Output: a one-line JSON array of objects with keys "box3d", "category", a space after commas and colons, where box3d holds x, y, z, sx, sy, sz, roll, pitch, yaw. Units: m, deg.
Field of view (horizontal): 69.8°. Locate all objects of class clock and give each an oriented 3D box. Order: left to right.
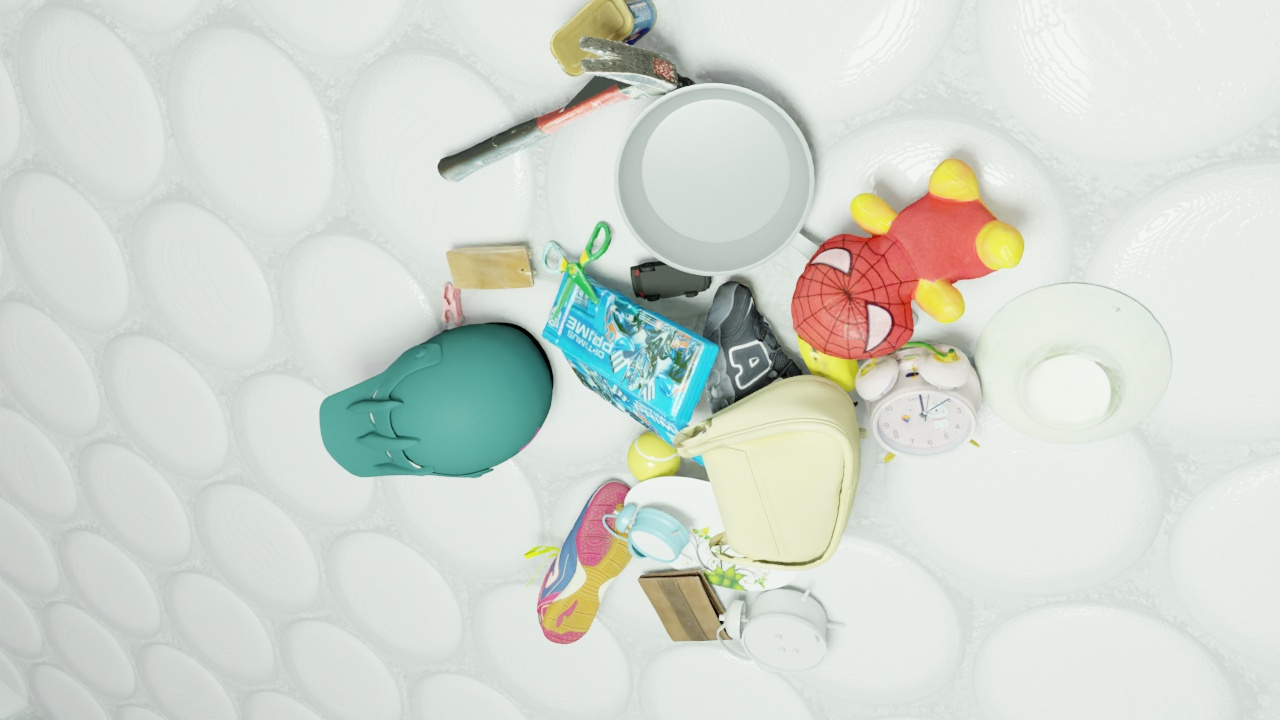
[{"box3d": [0.006, 0.214, 1.144, 0.123, 0.041, 0.087, 7, 138, 33], "category": "clock"}, {"box3d": [0.168, 0.350, 1.165, 0.160, 0.060, 0.120, -29, 112, 32], "category": "clock"}, {"box3d": [0.283, 0.035, 0.931, 0.117, 0.058, 0.158, -10, 130, 22], "category": "clock"}]

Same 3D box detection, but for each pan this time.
[{"box3d": [0.139, -0.140, 0.942, 0.356, 0.050, 0.201, 32, 121, -10], "category": "pan"}]

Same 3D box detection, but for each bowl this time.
[{"box3d": [0.414, 0.017, 0.888, 0.177, 0.057, 0.177, 11, 119, 21], "category": "bowl"}]

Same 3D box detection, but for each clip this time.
[{"box3d": [-0.247, -0.071, 1.182, 0.044, 0.023, 0.060, -6, 118, 26], "category": "clip"}]

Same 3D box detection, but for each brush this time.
[{"box3d": [-0.179, -0.115, 1.114, 0.117, 0.039, 0.049, 0, 116, 25], "category": "brush"}]

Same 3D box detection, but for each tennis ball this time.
[{"box3d": [0.016, 0.120, 1.126, 0.065, 0.065, 0.065, 11, 119, 20], "category": "tennis ball"}]

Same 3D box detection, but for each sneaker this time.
[{"box3d": [-0.083, 0.259, 1.234, 0.116, 0.091, 0.242, 19, 104, -22], "category": "sneaker"}, {"box3d": [0.157, 0.031, 1.001, 0.151, 0.097, 0.253, -5, 114, 22], "category": "sneaker"}]

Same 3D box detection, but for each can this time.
[{"box3d": [-0.038, -0.333, 0.923, 0.100, 0.058, 0.054, -30, 100, 33], "category": "can"}]

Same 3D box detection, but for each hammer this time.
[{"box3d": [-0.108, -0.253, 0.977, 0.327, 0.140, 0.036, -13, 77, 38], "category": "hammer"}]

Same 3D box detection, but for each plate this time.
[{"box3d": [0.091, 0.208, 1.140, 0.229, 0.030, 0.230, 17, 141, 14], "category": "plate"}]

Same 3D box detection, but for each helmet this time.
[{"box3d": [-0.248, 0.058, 1.138, 0.275, 0.199, 0.176, -10, 110, 29], "category": "helmet"}]

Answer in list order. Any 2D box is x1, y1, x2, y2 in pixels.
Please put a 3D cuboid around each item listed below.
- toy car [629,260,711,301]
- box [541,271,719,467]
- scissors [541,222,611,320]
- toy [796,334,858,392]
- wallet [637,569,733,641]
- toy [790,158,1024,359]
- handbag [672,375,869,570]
[{"box3d": [0.035, -0.093, 1.026, 0.092, 0.036, 0.042, -5, 115, 17], "category": "toy car"}, {"box3d": [-0.021, 0.012, 1.027, 0.244, 0.070, 0.171, 31, 131, 43], "category": "box"}, {"box3d": [-0.078, -0.105, 1.053, 0.130, 0.011, 0.125, 24, 87, 41], "category": "scissors"}, {"box3d": [0.197, -0.010, 0.957, 0.041, 0.094, 0.095, -29, 77, 30], "category": "toy"}, {"box3d": [0.061, 0.331, 1.232, 0.099, 0.026, 0.121, -13, 117, 34], "category": "wallet"}, {"box3d": [0.241, -0.083, 0.869, 0.217, 0.098, 0.147, -35, 65, 18], "category": "toy"}, {"box3d": [0.144, 0.123, 0.960, 0.191, 0.088, 0.233, -4, 129, 17], "category": "handbag"}]
